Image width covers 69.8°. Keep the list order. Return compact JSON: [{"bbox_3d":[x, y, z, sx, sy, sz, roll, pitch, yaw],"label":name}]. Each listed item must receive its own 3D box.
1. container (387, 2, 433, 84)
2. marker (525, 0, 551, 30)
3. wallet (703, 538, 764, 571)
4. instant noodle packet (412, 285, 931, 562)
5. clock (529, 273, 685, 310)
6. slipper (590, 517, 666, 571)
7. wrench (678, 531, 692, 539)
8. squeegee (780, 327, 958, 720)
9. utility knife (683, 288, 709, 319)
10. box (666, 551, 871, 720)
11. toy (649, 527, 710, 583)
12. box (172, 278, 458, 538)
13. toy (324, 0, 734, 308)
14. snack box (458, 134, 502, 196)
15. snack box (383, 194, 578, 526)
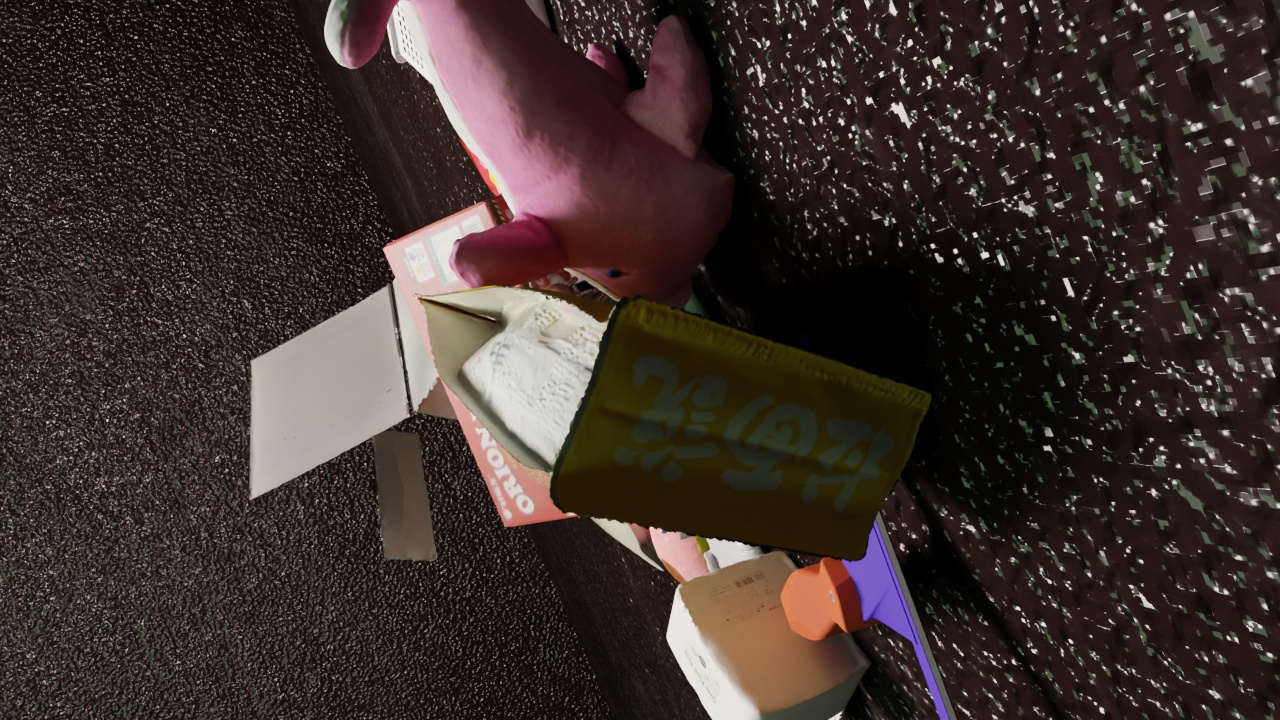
[{"bbox_3d":[-0.157,-0.279,0.734,0.049,0.080,0.129,51,163,9],"label":"container"},{"bbox_3d":[-0.075,-0.231,0.622,0.025,0.025,0.126,46,156,51],"label":"marker"},{"bbox_3d":[0.078,0.164,0.714,0.116,0.032,0.086,68,163,-10],"label":"wallet"},{"bbox_3d":[-0.005,0.010,0.439,0.222,0.162,0.084,24,99,58],"label":"instant noodle packet"},{"bbox_3d":[-0.025,-0.009,0.607,0.072,0.120,0.158,-11,117,49],"label":"clock"},{"bbox_3d":[-0.013,0.146,0.910,0.114,0.054,0.274,32,165,23],"label":"slipper"},{"bbox_3d":[-0.004,0.004,0.704,0.083,0.018,0.273,-159,52,-79],"label":"wrench"},{"bbox_3d":[0.108,0.130,0.506,0.185,0.055,0.249,85,169,-72],"label":"squeegee"},{"bbox_3d":[0.045,-0.016,0.579,0.022,0.015,0.128,90,154,-64],"label":"utility knife"},{"bbox_3d":[0.086,0.218,0.636,0.108,0.124,0.137,53,144,39],"label":"box"},{"bbox_3d":[0.036,0.145,0.787,0.090,0.051,0.110,31,142,63],"label":"toy"},{"bbox_3d":[-0.226,0.013,0.811,0.150,0.368,0.166,82,170,-49],"label":"box"},{"bbox_3d":[-0.027,-0.124,0.460,0.128,0.186,0.265,-12,132,38],"label":"toy"},{"bbox_3d":[-0.153,-0.214,0.922,0.133,0.021,0.089,57,162,28],"label":"snack box"},{"bbox_3d":[-0.090,0.003,0.680,0.113,0.060,0.236,-16,101,35],"label":"snack box"}]
